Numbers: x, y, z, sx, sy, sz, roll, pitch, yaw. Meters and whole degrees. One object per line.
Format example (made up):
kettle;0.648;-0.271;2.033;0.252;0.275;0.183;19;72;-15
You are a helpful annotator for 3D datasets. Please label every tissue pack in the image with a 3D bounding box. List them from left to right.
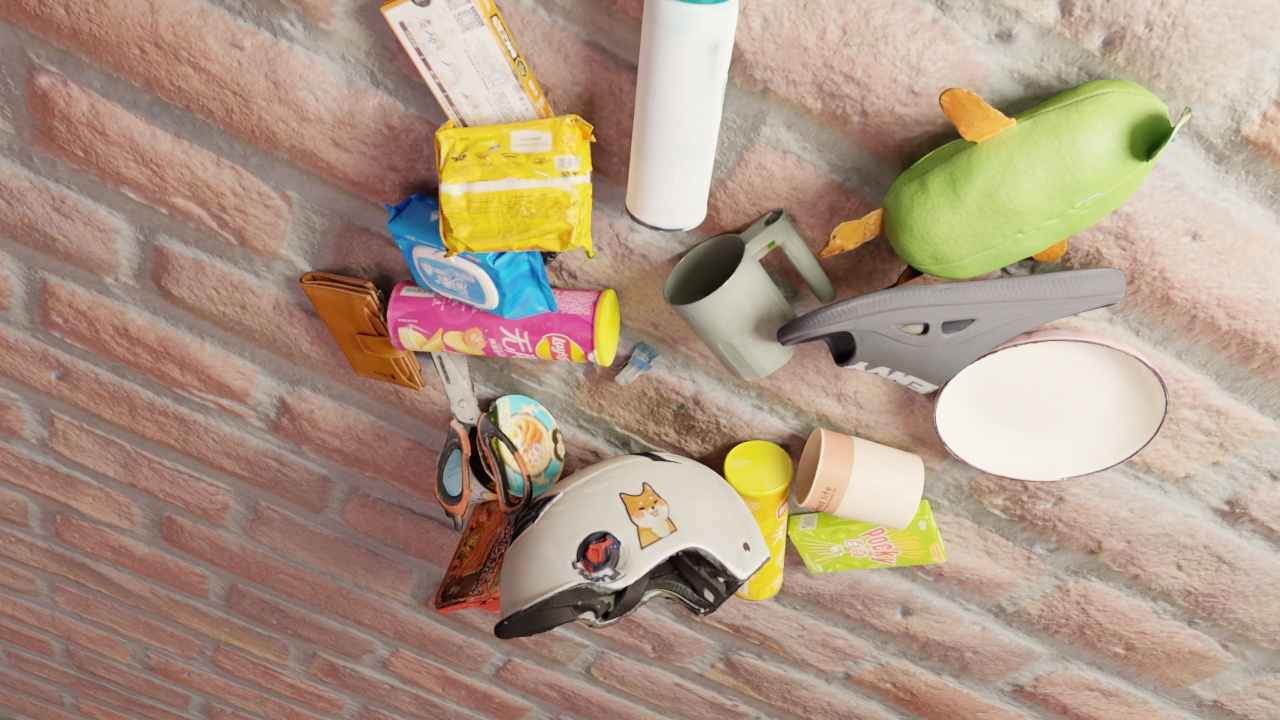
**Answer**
tissue pack;-0.149;-0.088;0.806;0.157;0.052;0.095;19;150;21

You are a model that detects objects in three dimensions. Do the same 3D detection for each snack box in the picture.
snack box;-0.127;-0.222;0.715;0.075;0.026;0.154;-11;130;25
snack box;0.253;0.199;1.029;0.157;0.026;0.086;-11;131;25

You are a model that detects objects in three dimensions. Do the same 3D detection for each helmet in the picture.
helmet;-0.016;0.175;0.910;0.274;0.156;0.230;-8;156;-6

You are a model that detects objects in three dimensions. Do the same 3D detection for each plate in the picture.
plate;0.362;0.037;0.823;0.192;0.038;0.193;8;137;7

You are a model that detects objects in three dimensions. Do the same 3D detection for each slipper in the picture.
slipper;0.245;-0.018;0.721;0.268;0.083;0.110;-7;175;4

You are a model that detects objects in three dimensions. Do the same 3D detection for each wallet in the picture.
wallet;-0.274;-0.028;0.932;0.119;0.035;0.131;15;140;34

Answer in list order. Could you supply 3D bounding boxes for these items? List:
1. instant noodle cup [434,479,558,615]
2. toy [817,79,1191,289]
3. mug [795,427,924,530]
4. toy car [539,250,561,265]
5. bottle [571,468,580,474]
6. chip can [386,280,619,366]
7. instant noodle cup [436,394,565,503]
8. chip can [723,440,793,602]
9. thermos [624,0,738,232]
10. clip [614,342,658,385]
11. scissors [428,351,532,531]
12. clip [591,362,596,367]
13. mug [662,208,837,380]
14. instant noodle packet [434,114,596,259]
instant noodle cup;-0.149;0.216;1.048;0.079;0.164;0.189;37;142;-22
toy;0.258;-0.120;0.660;0.247;0.089;0.226;-25;147;28
mug;0.217;0.124;0.933;0.106;0.081;0.115;15;163;-1
toy car;-0.113;-0.125;0.801;0.106;0.031;0.049;34;151;-11
bottle;-0.013;0.163;1.047;0.149;0.066;0.067;26;136;0
chip can;-0.129;-0.037;0.869;0.211;0.071;0.071;4;135;13
instant noodle cup;-0.161;0.108;1.006;0.111;0.111;0.121;39;139;-23
chip can;0.128;0.183;1.015;0.072;0.071;0.214;5;135;11
thermos;0.032;-0.202;0.663;0.073;0.073;0.225;12;136;4
clip;-0.007;0.006;0.917;0.026;0.042;0.058;29;137;-16
scissors;-0.182;0.066;0.921;0.202;0.015;0.206;30;94;9
clip;-0.046;-0.016;0.908;0.033;0.013;0.054;31;134;-16
mug;0.098;-0.056;0.789;0.124;0.083;0.103;-35;121;11
instant noodle packet;-0.096;-0.135;0.722;0.128;0.044;0.111;1;101;12
